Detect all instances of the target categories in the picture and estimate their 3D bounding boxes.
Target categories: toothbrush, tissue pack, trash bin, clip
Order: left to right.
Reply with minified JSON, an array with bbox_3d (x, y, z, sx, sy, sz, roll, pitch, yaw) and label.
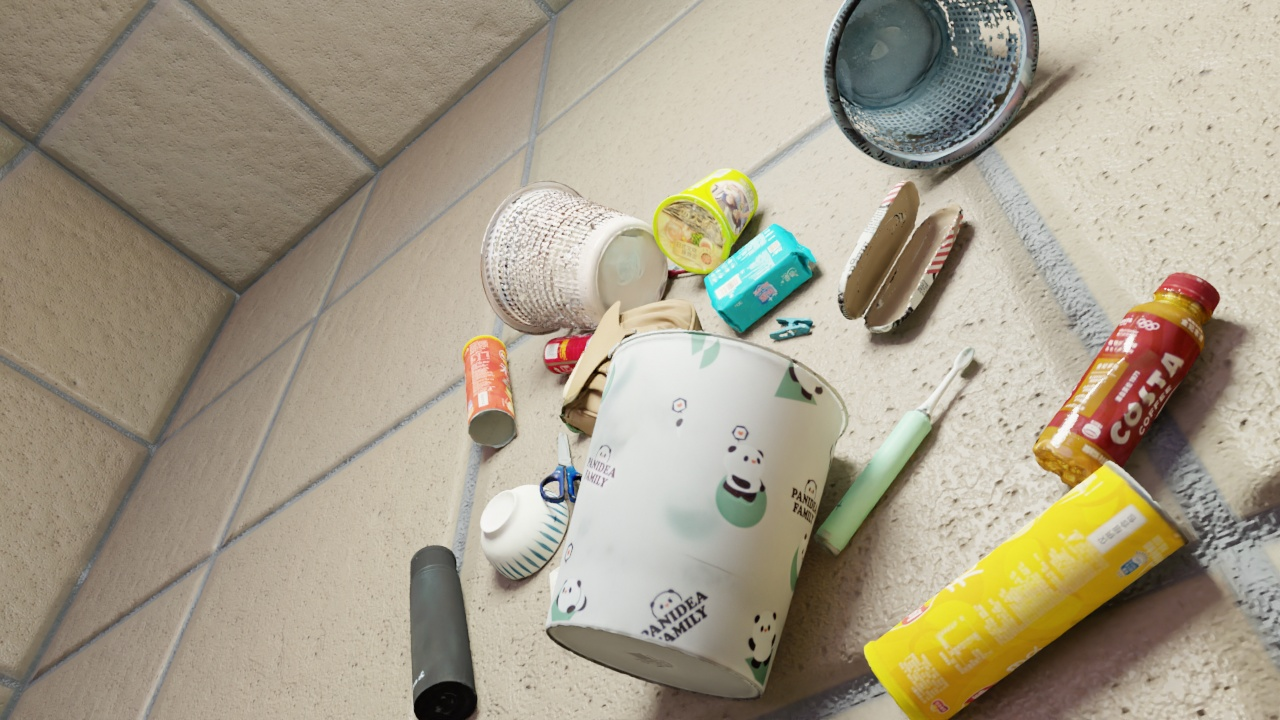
[{"bbox_3d":[-0.078,-0.132,1.282,0.192,0.227,0.227,15,66,44],"label":"trash bin"},{"bbox_3d":[0.044,0.139,0.791,0.230,0.229,0.251,-12,51,45],"label":"trash bin"},{"bbox_3d":[0.090,-0.128,1.233,0.188,0.016,0.017,-4,41,51],"label":"toothbrush"},{"bbox_3d":[0.142,-0.101,1.098,0.134,0.050,0.093,-39,29,14],"label":"tissue pack"},{"bbox_3d":[0.169,-0.037,1.026,0.056,0.014,0.039,-4,52,52],"label":"clip"},{"bbox_3d":[0.227,0.076,0.806,0.224,0.026,0.027,-52,-11,-6],"label":"toothbrush"},{"bbox_3d":[0.304,-0.350,1.048,0.227,0.226,0.194,-39,18,15],"label":"trash bin"}]

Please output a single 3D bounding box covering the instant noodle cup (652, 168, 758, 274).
[{"bbox_3d":[0.095,-0.191,1.202,0.112,0.112,0.123,-14,23,44],"label":"instant noodle cup"}]

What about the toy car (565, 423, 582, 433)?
[{"bbox_3d":[-0.072,0.051,1.202,0.036,0.043,0.091,-3,59,32],"label":"toy car"}]

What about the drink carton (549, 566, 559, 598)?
[{"bbox_3d":[-0.039,0.218,0.963,0.123,0.045,0.053,-38,30,16],"label":"drink carton"}]

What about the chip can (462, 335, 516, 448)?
[{"bbox_3d":[-0.230,0.043,1.388,0.073,0.073,0.216,-41,30,12],"label":"chip can"}]

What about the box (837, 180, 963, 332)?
[{"bbox_3d":[0.253,-0.109,0.929,0.162,0.088,0.076,-59,14,-13],"label":"box"}]

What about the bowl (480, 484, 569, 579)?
[{"bbox_3d":[-0.150,0.198,1.109,0.117,0.066,0.116,-32,34,25],"label":"bowl"}]

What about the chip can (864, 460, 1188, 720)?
[{"bbox_3d":[0.256,0.161,0.623,0.213,0.072,0.072,-42,30,10],"label":"chip can"}]

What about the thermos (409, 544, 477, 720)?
[{"bbox_3d":[-0.241,0.326,1.091,0.242,0.068,0.090,-120,42,-61],"label":"thermos"}]

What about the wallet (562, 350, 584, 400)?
[{"bbox_3d":[-0.032,0.023,1.166,0.115,0.024,0.087,5,54,24],"label":"wallet"}]

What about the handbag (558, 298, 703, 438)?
[{"bbox_3d":[-0.006,0.006,1.085,0.148,0.100,0.203,-2,44,24],"label":"handbag"}]

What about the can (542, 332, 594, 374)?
[{"bbox_3d":[-0.077,-0.011,1.271,0.133,0.053,0.053,-5,50,50],"label":"can"}]

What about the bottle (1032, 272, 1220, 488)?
[{"bbox_3d":[0.361,0.014,0.675,0.174,0.057,0.057,-52,30,-8],"label":"bottle"}]

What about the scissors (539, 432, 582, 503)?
[{"bbox_3d":[-0.083,0.130,1.149,0.108,0.012,0.174,8,25,16],"label":"scissors"}]
